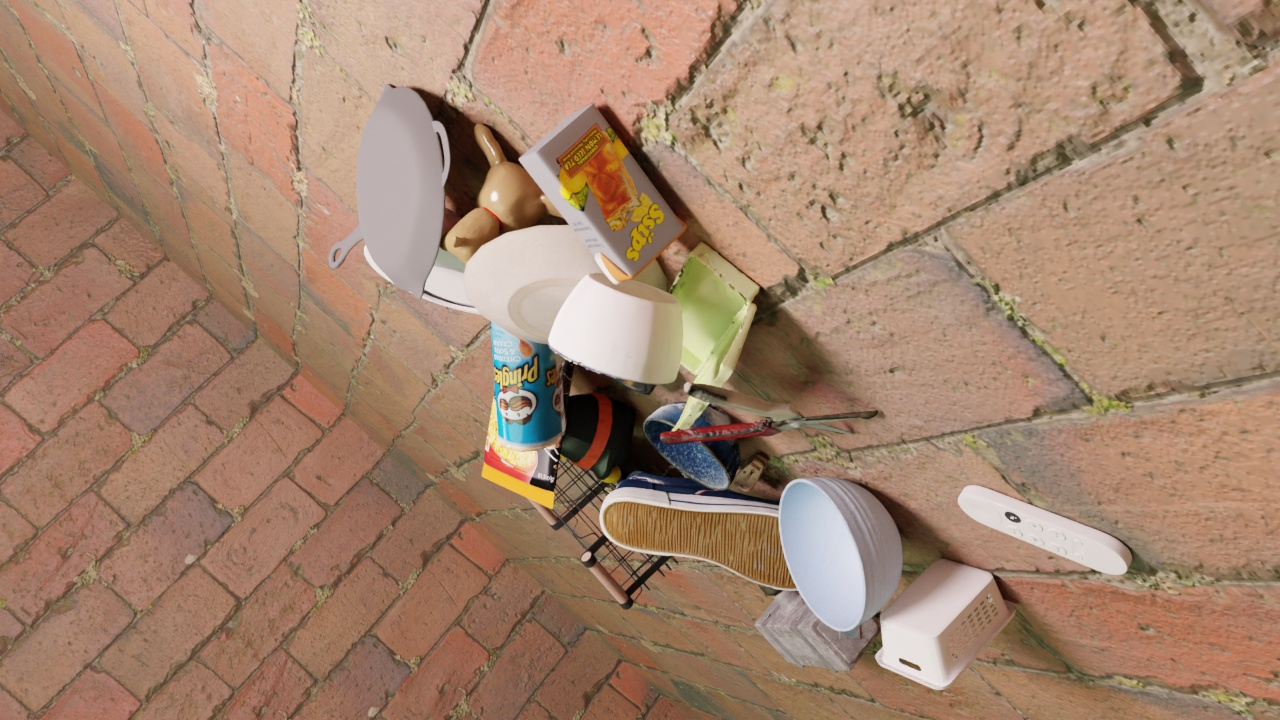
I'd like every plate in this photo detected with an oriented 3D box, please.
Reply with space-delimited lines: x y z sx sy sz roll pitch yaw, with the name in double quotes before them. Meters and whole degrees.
"plate" -0.069 -0.057 0.849 0.189 0.027 0.189 0 149 0
"plate" -0.211 -0.088 1.043 0.208 0.015 0.209 12 162 4

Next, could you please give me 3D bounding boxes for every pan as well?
"pan" -0.275 -0.153 0.940 0.356 0.024 0.216 -20 78 54

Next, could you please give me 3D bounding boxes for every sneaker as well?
"sneaker" 0.109 0.183 1.067 0.295 0.127 0.121 11 120 15

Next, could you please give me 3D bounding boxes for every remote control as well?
"remote control" 0.322 0.135 0.739 0.137 0.013 0.043 21 151 40

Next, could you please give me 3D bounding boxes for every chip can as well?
"chip can" -0.119 -0.020 0.971 0.080 0.079 0.230 22 121 39

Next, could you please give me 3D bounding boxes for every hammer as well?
"hammer" 0.148 0.259 1.184 0.326 0.079 0.177 47 158 -1

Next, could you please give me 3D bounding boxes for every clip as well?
"clip" 0.120 0.126 1.012 0.024 0.041 0.061 35 163 10

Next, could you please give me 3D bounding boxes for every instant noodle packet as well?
"instant noodle packet" -0.134 0.050 1.101 0.032 0.221 0.160 7 -177 -40

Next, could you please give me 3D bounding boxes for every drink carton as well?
"drink carton" -0.029 -0.130 0.726 0.125 0.076 0.048 51 166 -19

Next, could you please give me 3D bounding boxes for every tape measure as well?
"tape measure" -0.006 0.006 0.994 0.062 0.038 0.067 31 160 2

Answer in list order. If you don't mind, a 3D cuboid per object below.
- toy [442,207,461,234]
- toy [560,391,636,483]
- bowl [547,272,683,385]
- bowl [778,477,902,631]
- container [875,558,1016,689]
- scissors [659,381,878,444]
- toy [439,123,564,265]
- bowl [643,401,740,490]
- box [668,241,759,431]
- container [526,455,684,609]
"toy" -0.227 -0.141 1.053 0.105 0.053 0.108 33 162 40
"toy" -0.069 0.086 1.143 0.119 0.100 0.097 17 -150 -26
"bowl" -0.015 -0.030 0.771 0.116 0.066 0.116 16 -166 -4
"bowl" 0.205 0.181 0.900 0.151 0.074 0.150 167 90 -70
"container" 0.285 0.242 0.868 0.081 0.129 0.049 8 124 53
"scissors" 0.097 0.047 0.784 0.199 0.015 0.179 -10 156 23
"toy" -0.133 -0.133 0.851 0.134 0.108 0.106 40 171 2
"bowl" 0.065 0.080 0.986 0.114 0.060 0.114 34 159 15
"box" 0.058 -0.016 0.822 0.188 0.064 0.130 115 147 -66
"container" -0.054 0.208 1.263 0.163 0.130 0.241 55 167 -32
